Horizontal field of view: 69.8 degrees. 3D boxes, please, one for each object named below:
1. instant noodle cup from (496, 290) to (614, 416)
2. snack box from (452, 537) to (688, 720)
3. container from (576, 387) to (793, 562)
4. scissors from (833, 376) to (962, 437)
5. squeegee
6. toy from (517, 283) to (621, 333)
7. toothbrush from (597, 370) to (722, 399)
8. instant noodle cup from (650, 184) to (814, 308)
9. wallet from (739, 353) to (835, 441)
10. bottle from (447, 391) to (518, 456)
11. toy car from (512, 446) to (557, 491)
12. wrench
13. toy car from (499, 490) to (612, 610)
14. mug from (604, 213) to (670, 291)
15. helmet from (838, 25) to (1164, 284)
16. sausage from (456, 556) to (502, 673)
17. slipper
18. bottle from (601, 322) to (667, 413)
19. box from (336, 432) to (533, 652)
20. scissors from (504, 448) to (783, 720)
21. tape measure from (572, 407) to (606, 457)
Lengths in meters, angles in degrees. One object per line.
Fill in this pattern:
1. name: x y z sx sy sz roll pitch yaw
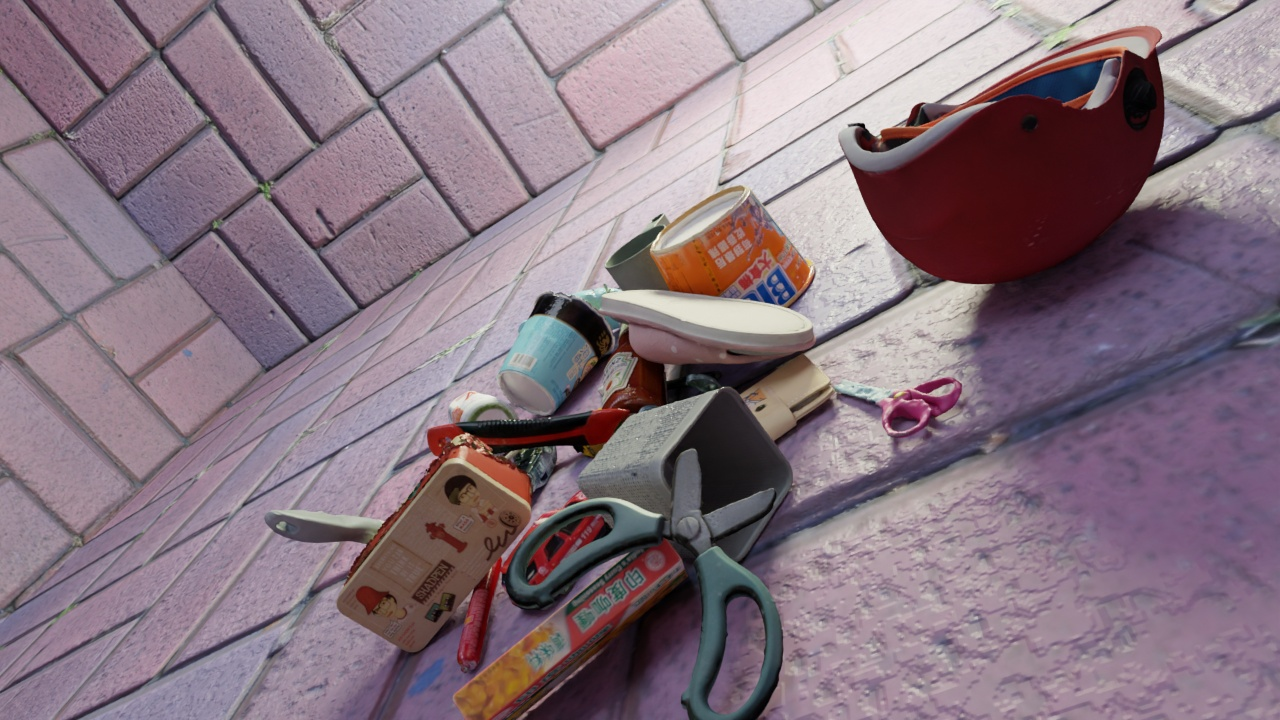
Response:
1. instant noodle cup: -0.105 -0.002 1.078 0.111 0.111 0.120 -14 37 48
2. snack box: -0.039 0.170 0.575 0.155 0.027 0.077 -38 -19 -8
3. container: 0.026 0.083 0.644 0.115 0.090 0.090 -16 26 52
4. scissors: 0.175 0.023 0.648 0.063 0.017 0.135 -37 15 -6
5. squeegee: -0.234 0.148 0.822 0.247 0.039 0.246 -41 -21 13
6. toy: -0.074 -0.055 1.166 0.161 0.049 0.156 -5 -19 -12
7. toothbrush: 0.016 0.024 0.922 0.181 0.018 0.015 -11 27 49
8. instant noodle cup: 0.089 -0.103 0.954 0.151 0.111 0.151 -32 18 12
9. wallet: 0.095 0.041 0.727 0.115 0.024 0.087 -33 20 3
10. bottle: -0.198 0.071 1.110 0.068 0.068 0.197 -40 14 -14
11. toy car: -0.110 0.112 0.898 0.043 0.034 0.090 -22 23 29
12. wrench: -0.059 0.057 0.803 0.274 0.056 0.016 -10 23 12
13. toy car: -0.062 0.142 0.724 0.053 0.045 0.120 -12 27 48
14. mug: 0.029 -0.102 1.070 0.084 0.103 0.123 -21 22 37
15. helmet: 0.278 -0.141 0.675 0.239 0.144 0.207 -27 15 -20
16. sausage: -0.129 0.198 0.742 0.020 0.020 0.155 -32 18 11
17. slipper: 0.050 -0.027 0.836 0.114 0.054 0.275 -10 15 -32
18. bottle: -0.005 0.005 0.898 0.060 0.060 0.205 -30 26 16
19. box: -0.170 0.147 0.769 0.168 0.091 0.079 -50 16 10
20. scissors: 0.002 0.133 0.522 0.170 0.019 0.173 -15 54 12
21. tape measure: -0.041 0.066 0.897 0.059 0.029 0.057 -43 19 -21
